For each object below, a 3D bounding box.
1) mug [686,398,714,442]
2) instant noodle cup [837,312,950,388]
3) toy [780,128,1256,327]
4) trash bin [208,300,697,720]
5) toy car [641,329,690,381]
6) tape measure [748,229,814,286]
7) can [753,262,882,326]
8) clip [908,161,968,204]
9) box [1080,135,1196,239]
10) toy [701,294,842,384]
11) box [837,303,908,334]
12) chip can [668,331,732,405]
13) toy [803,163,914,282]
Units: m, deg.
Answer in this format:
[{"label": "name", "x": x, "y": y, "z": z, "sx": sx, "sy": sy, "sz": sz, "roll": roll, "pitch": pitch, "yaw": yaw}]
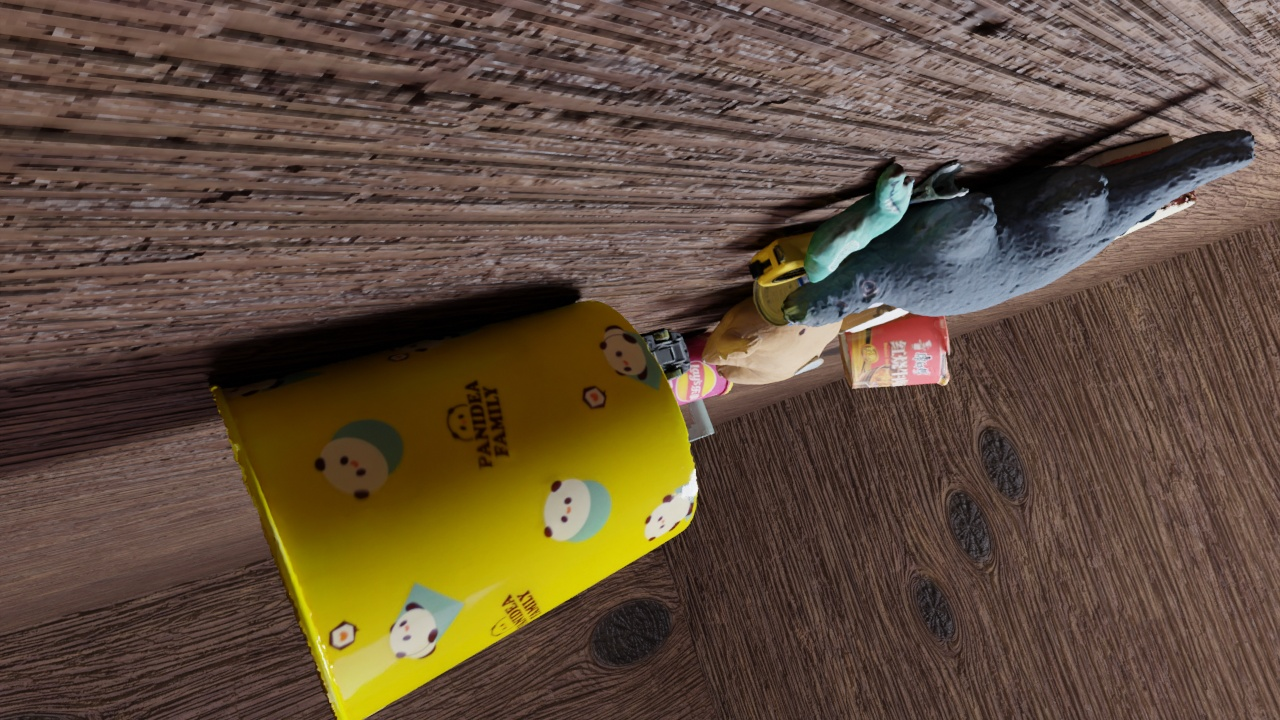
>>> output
[{"label": "mug", "x": 0.028, "y": 0.067, "z": 1.214, "sx": 0.124, "sy": 0.103, "sz": 0.083, "roll": -23, "pitch": 171, "yaw": 28}, {"label": "instant noodle cup", "x": 0.287, "y": -0.031, "z": 1.065, "sx": 0.109, "sy": 0.138, "sz": 0.138, "roll": -10, "pitch": 173, "yaw": 8}, {"label": "toy", "x": 0.269, "y": -0.091, "z": 0.701, "sx": 0.356, "sy": 0.091, "sz": 0.138, "roll": -19, "pitch": 173, "yaw": -1}, {"label": "trash bin", "x": -0.118, "y": 0.082, "z": 0.614, "sx": 0.254, "sy": 0.229, "sz": 0.230, "roll": -21, "pitch": 174, "yaw": -24}, {"label": "toy car", "x": -0.005, "y": 0.005, "z": 0.891, "sx": 0.120, "sy": 0.053, "sz": 0.045, "roll": -13, "pitch": 173, "yaw": -41}, {"label": "tape measure", "x": 0.109, "y": -0.077, "z": 0.669, "sx": 0.059, "sy": 0.029, "sz": 0.057, "roll": -14, "pitch": 170, "yaw": -29}, {"label": "can", "x": 0.162, "y": -0.064, "z": 0.785, "sx": 0.134, "sy": 0.053, "sz": 0.053, "roll": -12, "pitch": 170, "yaw": -37}, {"label": "clip", "x": 0.206, "y": -0.119, "z": 0.638, "sx": 0.024, "sy": 0.029, "sz": 0.057, "roll": -14, "pitch": 178, "yaw": -16}, {"label": "box", "x": 0.400, "y": -0.125, "z": 0.819, "sx": 0.091, "sy": 0.077, "sz": 0.168, "roll": -15, "pitch": 172, "yaw": -15}, {"label": "toy", "x": 0.126, "y": -0.028, "z": 0.866, "sx": 0.143, "sy": 0.082, "sz": 0.226, "roll": -35, "pitch": 167, "yaw": 7}, {"label": "box", "x": 0.270, "y": -0.083, "z": 0.897, "sx": 0.089, "sy": 0.059, "sz": 0.185, "roll": -12, "pitch": 168, "yaw": -42}, {"label": "chip can", "x": -0.008, "y": 0.026, "z": 0.964, "sx": 0.210, "sy": 0.071, "sz": 0.072, "roll": -14, "pitch": 171, "yaw": -24}, {"label": "toy", "x": 0.146, "y": -0.094, "z": 0.607, "sx": 0.092, "sy": 0.030, "sz": 0.096, "roll": -38, "pitch": 165, "yaw": -3}]
